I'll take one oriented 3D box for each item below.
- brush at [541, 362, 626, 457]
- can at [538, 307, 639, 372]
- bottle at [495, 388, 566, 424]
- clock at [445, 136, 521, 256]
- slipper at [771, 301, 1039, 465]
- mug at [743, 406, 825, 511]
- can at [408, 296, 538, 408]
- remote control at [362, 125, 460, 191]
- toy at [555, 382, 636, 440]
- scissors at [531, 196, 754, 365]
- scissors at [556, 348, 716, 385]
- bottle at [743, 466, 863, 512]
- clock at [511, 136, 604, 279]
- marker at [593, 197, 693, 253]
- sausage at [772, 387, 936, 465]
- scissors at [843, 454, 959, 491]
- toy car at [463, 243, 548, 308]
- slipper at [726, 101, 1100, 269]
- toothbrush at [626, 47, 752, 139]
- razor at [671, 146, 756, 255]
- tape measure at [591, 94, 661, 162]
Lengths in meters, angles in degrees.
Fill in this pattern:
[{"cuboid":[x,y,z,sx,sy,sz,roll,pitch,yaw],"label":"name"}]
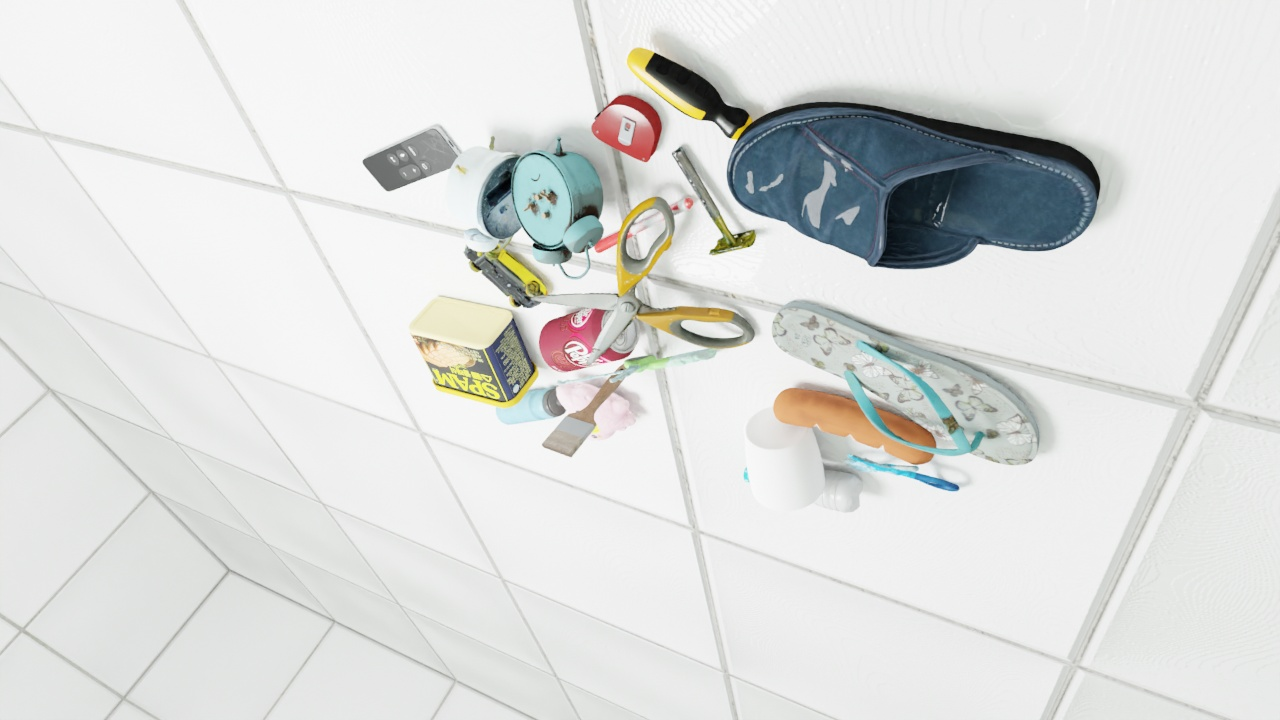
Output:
[{"cuboid":[-0.051,0.050,1.024,0.045,0.142,0.008,15,143,39],"label":"brush"},{"cuboid":[-0.057,-0.025,1.004,0.114,0.063,0.063,-13,127,48],"label":"can"},{"cuboid":[-0.140,0.060,1.208,0.130,0.040,0.040,-11,128,47],"label":"bottle"},{"cuboid":[-0.142,-0.152,0.890,0.057,0.083,0.118,23,143,24],"label":"clock"},{"cuboid":[0.240,0.028,0.838,0.269,0.054,0.098,30,145,7],"label":"slipper"},{"cuboid":[0.144,0.095,0.996,0.114,0.080,0.088,44,157,49],"label":"mug"},{"cuboid":[-0.208,-0.012,1.140,0.135,0.075,0.104,12,140,28],"label":"can"},{"cuboid":[-0.242,-0.210,0.965,0.147,0.008,0.045,-6,131,44],"label":"remote control"},{"cuboid":[-0.051,0.064,1.129,0.093,0.050,0.102,4,141,28],"label":"toy"},{"cuboid":[0.011,-0.059,0.892,0.229,0.016,0.226,19,134,-12],"label":"scissors"},{"cuboid":[0.002,0.005,0.947,0.166,0.171,0.024,-3,99,13],"label":"scissors"},{"cuboid":[0.181,0.140,1.041,0.136,0.044,0.044,7,140,34],"label":"bottle"},{"cuboid":[-0.072,-0.136,0.841,0.090,0.053,0.124,-13,97,51],"label":"clock"},{"cuboid":[0.001,-0.127,0.869,0.013,0.012,0.143,46,145,-21],"label":"marker"},{"cuboid":[0.212,0.062,0.915,0.164,0.039,0.044,18,127,20],"label":"sausage"},{"cuboid":[0.264,0.114,0.933,0.140,0.011,0.134,17,170,-3],"label":"scissors"},{"cuboid":[-0.149,-0.098,1.016,0.107,0.030,0.049,42,148,-19],"label":"toy car"},{"cuboid":[0.180,-0.113,0.659,0.266,0.083,0.109,13,141,21],"label":"slipper"},{"cuboid":[0.074,-0.185,0.718,0.196,0.031,0.031,31,151,-7],"label":"toothbrush"},{"cuboid":[0.057,-0.139,0.798,0.043,0.026,0.106,-6,128,47],"label":"razor"},{"cuboid":[-0.012,-0.199,0.777,0.059,0.019,0.051,28,147,6],"label":"tape measure"}]
